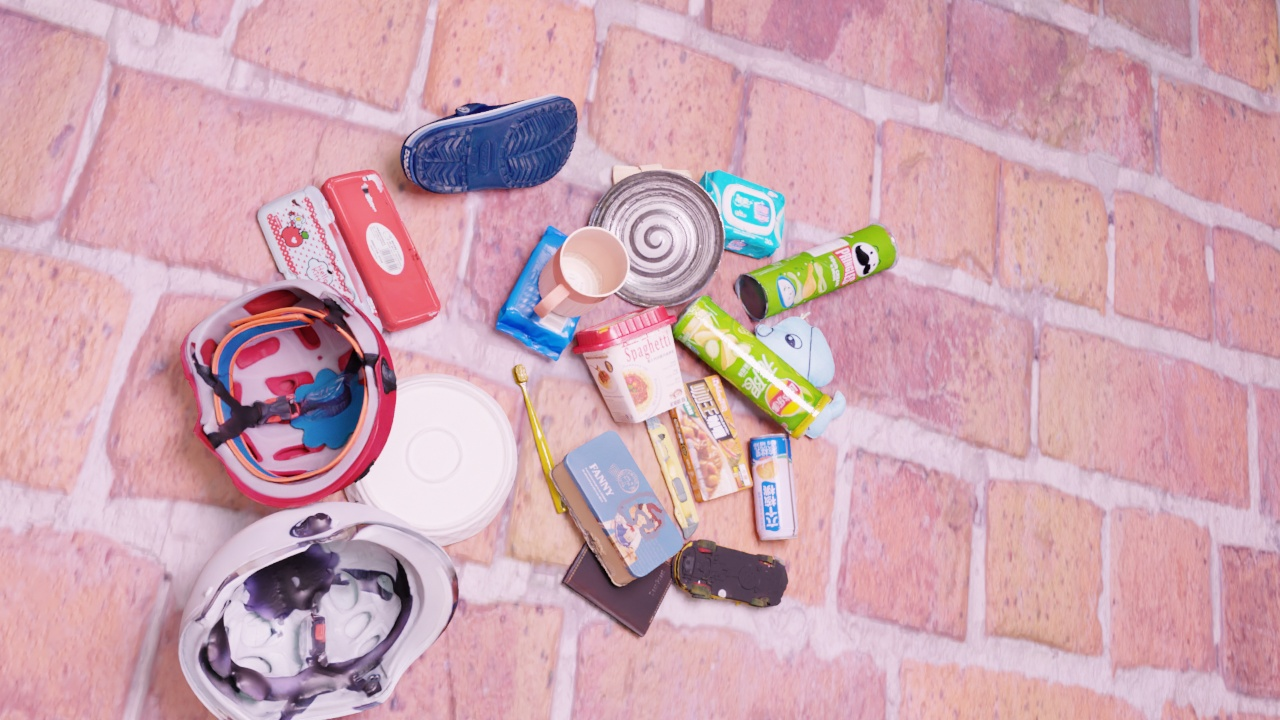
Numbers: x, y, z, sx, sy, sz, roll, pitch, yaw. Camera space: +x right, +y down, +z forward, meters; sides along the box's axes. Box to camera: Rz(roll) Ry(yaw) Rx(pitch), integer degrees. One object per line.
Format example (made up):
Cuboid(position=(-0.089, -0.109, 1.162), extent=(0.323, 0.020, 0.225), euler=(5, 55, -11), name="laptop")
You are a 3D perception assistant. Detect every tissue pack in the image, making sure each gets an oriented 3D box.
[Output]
Cuboid(position=(-0.111, -0.085, 1.148), extent=(0.095, 0.052, 0.157), euler=(29, 70, -14), name="tissue pack")
Cuboid(position=(0.134, -0.199, 1.255), extent=(0.133, 0.050, 0.093), euler=(12, 73, -26), name="tissue pack")

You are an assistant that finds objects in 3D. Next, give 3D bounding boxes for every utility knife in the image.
Cuboid(position=(0.039, 0.145, 1.172), extent=(0.030, 0.018, 0.167), euler=(-17, 79, -28), name="utility knife")

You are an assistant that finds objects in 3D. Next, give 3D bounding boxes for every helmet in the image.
Cuboid(position=(-0.348, 0.041, 0.973), extent=(0.207, 0.144, 0.240), euler=(-23, 77, 4), name="helmet")
Cuboid(position=(-0.331, 0.239, 0.931), extent=(0.258, 0.146, 0.229), euler=(-26, 123, -23), name="helmet")

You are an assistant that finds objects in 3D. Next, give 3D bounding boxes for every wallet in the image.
Cuboid(position=(-0.023, 0.262, 1.117), extent=(0.122, 0.020, 0.096), euler=(37, 65, -9), name="wallet")
Cuboid(position=(0.019, -0.226, 1.244), extent=(0.115, 0.024, 0.087), euler=(-2, 77, -19), name="wallet")

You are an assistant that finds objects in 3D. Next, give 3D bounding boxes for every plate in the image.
Cuboid(position=(-0.240, 0.112, 1.060), extent=(0.204, 0.046, 0.204), euler=(5, 75, -19), name="plate")
Cuboid(position=(0.020, -0.159, 1.201), extent=(0.179, 0.024, 0.179), euler=(0, 96, 0), name="plate")

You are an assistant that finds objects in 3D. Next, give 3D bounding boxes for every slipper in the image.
Cuboid(position=(-0.191, -0.269, 1.146), extent=(0.252, 0.105, 0.095), euler=(-26, 45, -36), name="slipper")

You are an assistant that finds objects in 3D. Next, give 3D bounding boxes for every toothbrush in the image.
Cuboid(position=(-0.122, 0.094, 1.121), extent=(0.015, 0.017, 0.190), euler=(-16, 83, -22), name="toothbrush")

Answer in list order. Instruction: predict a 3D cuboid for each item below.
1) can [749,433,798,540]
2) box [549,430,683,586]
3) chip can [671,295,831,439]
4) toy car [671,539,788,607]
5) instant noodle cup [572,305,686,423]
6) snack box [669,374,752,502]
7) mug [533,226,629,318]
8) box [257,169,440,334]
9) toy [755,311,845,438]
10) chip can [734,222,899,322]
Cuboid(position=(0.173, 0.165, 1.190), extent=(0.053, 0.053, 0.134), euler=(1, 77, -20), name="can")
Cuboid(position=(-0.033, 0.171, 1.098), extent=(0.089, 0.062, 0.184), euler=(-30, 86, -38), name="box")
Cuboid(position=(0.140, 0.006, 1.187), extent=(0.221, 0.073, 0.072), euler=(40, 67, 5), name="chip can")
Cuboid(position=(0.114, 0.270, 1.151), extent=(0.155, 0.041, 0.071), euler=(16, 73, -20), name="toy car")
Cuboid(position=(-0.007, 0.007, 1.138), extent=(0.116, 0.117, 0.124), euler=(-23, 97, -23), name="instant noodle cup")
Cuboid(position=(0.088, 0.101, 1.190), extent=(0.075, 0.026, 0.153), euler=(-14, 82, -23), name="snack box")
Cuboid(position=(-0.079, -0.091, 1.074), extent=(0.081, 0.106, 0.114), euler=(47, 67, -6), name="mug")
Cuboid(position=(-0.340, -0.117, 1.076), extent=(0.161, 0.059, 0.201), euler=(-24, 86, -19), name="box")
Cuboid(position=(0.217, 0.014, 1.244), extent=(0.161, 0.050, 0.156), euler=(24, 78, -12), name="toy")
Cuboid(position=(0.247, -0.125, 1.276), extent=(0.235, 0.072, 0.072), euler=(-22, 85, -22), name="chip can")
